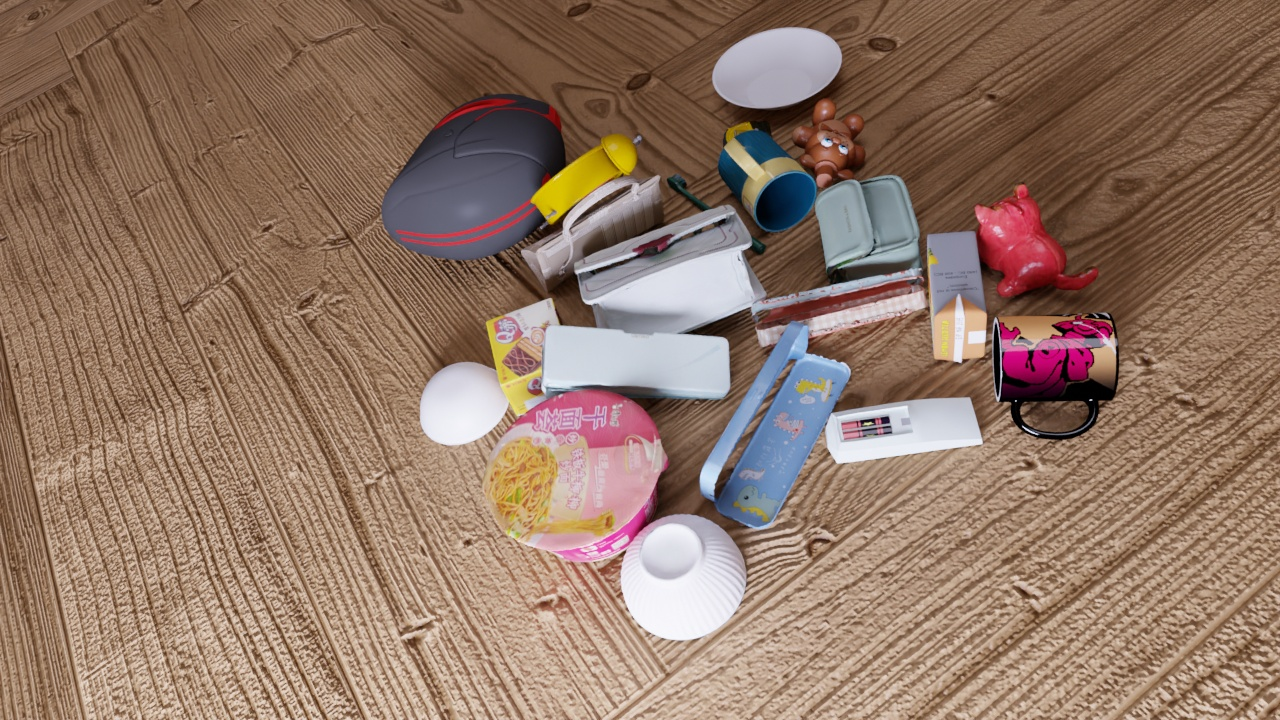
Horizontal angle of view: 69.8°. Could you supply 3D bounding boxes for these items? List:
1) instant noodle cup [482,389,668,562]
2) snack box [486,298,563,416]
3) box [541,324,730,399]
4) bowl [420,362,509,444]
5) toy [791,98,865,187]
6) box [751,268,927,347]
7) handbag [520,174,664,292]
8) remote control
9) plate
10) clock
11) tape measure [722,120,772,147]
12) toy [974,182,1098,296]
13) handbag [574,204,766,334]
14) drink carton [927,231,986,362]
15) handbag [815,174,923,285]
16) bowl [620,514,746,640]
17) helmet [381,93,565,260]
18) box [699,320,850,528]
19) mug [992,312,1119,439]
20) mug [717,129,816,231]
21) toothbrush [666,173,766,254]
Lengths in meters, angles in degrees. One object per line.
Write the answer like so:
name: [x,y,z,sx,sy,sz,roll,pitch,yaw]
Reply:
instant noodle cup: [-0.056,0.123,0.912,0.179,0.078,0.178,-9,52,12]
snack box: [-0.120,-0.006,1.041,0.083,0.061,0.105,-20,50,0]
box: [-0.005,0.007,0.966,0.199,0.066,0.083,2,42,-9]
bowl: [-0.208,0.039,1.048,0.110,0.040,0.109,-9,51,11]
toy: [0.230,-0.258,1.114,0.095,0.065,0.127,20,44,-1]
box: [0.212,-0.065,0.989,0.188,0.062,0.058,-13,6,5]
handbag: [-0.049,-0.168,1.062,0.175,0.198,0.062,-33,87,-9]
remote control: [0.253,0.065,0.893,0.143,0.024,0.049,-9,51,11]
plate: [0.188,-0.388,1.257,0.174,0.036,0.173,-9,51,11]
clock: [-0.061,-0.214,1.079,0.151,0.114,0.052,-37,96,-10]
tape measure: [0.139,-0.281,1.189,0.064,0.037,0.065,-10,51,9]
toy: [0.401,-0.117,0.943,0.088,0.094,0.133,-37,53,-13]
handbag: [0.029,-0.101,1.040,0.198,0.096,0.141,-21,32,3]
drink carton: [0.323,-0.068,0.943,0.048,0.076,0.124,-3,49,15]
handbag: [0.255,-0.143,1.027,0.106,0.067,0.121,-10,51,11]
bowl: [0.034,0.188,0.841,0.118,0.062,0.117,-9,51,11]
helmet: [-0.200,-0.220,1.165,0.264,0.164,0.169,-25,49,-4]
box: [0.134,0.058,0.905,0.078,0.074,0.208,21,62,25]
mug: [0.388,0.016,0.862,0.098,0.082,0.118,-2,80,16]
mug: [0.142,-0.225,1.097,0.083,0.113,0.107,-42,47,16]
toothbrush: [0.093,-0.186,1.143,0.017,0.016,0.190,-35,51,-13]
